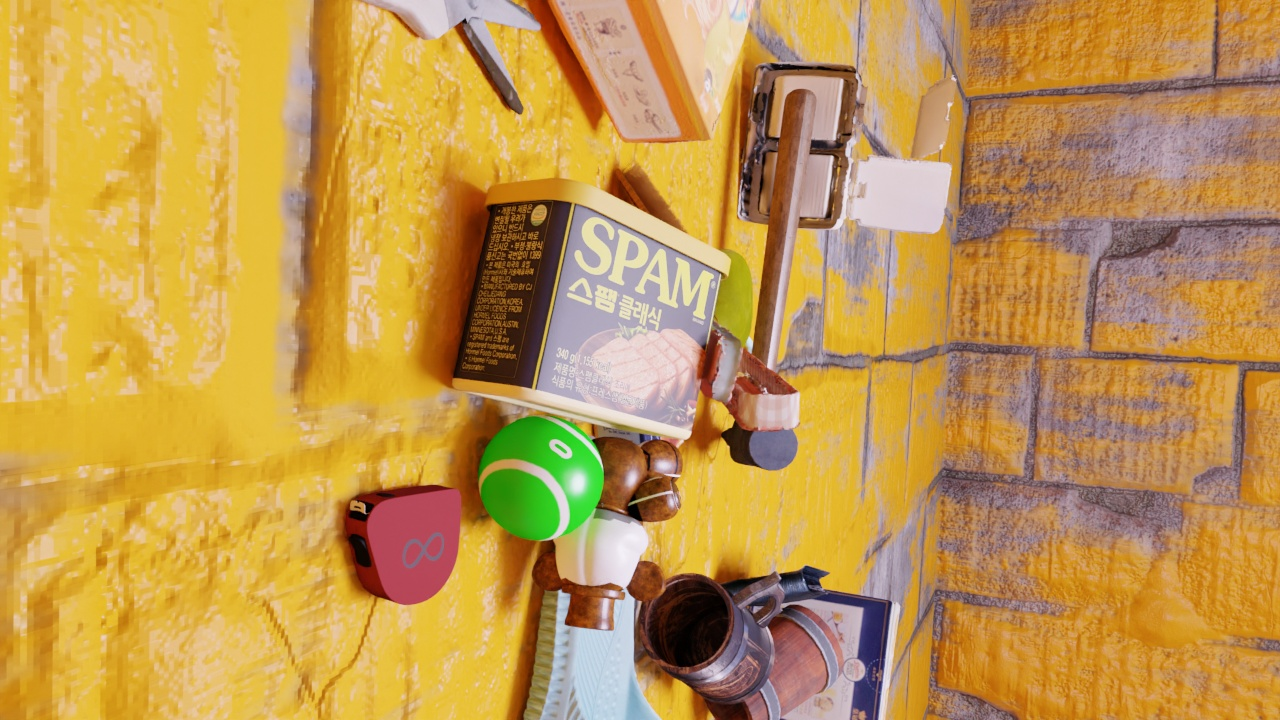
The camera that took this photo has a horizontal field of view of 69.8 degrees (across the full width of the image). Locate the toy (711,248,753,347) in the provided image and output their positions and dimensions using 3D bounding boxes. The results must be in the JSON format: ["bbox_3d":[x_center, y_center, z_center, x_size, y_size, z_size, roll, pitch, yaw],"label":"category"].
[{"bbox_3d":[0.059,-0.034,0.719,0.109,0.051,0.090,-57,150,-53],"label":"toy"}]

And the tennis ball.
[{"bbox_3d":[-0.052,0.061,0.480,0.065,0.065,0.065,4,90,-65],"label":"tennis ball"}]

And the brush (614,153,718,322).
[{"bbox_3d":[0.023,-0.076,0.587,0.126,0.017,0.048,59,5,34],"label":"brush"}]

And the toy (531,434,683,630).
[{"bbox_3d":[-0.021,0.096,0.526,0.067,0.087,0.112,50,45,-69],"label":"toy"}]

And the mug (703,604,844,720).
[{"bbox_3d":[0.114,0.296,0.843,0.110,0.081,0.118,-24,146,-33],"label":"mug"}]

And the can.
[{"bbox_3d":[-0.024,-0.022,0.485,0.135,0.075,0.104,18,80,-46],"label":"can"}]

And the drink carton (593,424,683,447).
[{"bbox_3d":[-0.004,0.004,0.608,0.064,0.040,0.130,-36,125,-60],"label":"drink carton"}]

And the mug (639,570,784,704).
[{"bbox_3d":[0.068,0.208,0.714,0.080,0.116,0.107,62,6,36],"label":"mug"}]

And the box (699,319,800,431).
[{"bbox_3d":[0.057,0.001,0.583,0.187,0.057,0.067,-115,-174,-79],"label":"box"}]

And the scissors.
[{"bbox_3d":[-0.100,-0.180,0.401,0.178,0.015,0.199,-60,146,-46],"label":"scissors"}]

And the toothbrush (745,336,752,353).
[{"bbox_3d":[0.106,-0.007,0.874,0.180,0.016,0.016,49,47,-56],"label":"toothbrush"}]

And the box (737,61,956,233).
[{"bbox_3d":[0.185,-0.185,0.819,0.080,0.180,0.143,-13,112,-65],"label":"box"}]

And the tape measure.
[{"bbox_3d":[-0.109,0.084,0.417,0.058,0.019,0.051,1,95,-58],"label":"tape measure"}]

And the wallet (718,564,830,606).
[{"bbox_3d":[0.126,0.216,0.864,0.115,0.089,0.026,32,47,-61],"label":"wallet"}]

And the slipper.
[{"bbox_3d":[-0.027,0.226,0.560,0.116,0.070,0.276,23,72,-61],"label":"slipper"}]

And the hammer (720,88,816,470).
[{"bbox_3d":[0.114,-0.071,0.777,0.129,0.040,0.321,171,-72,-82],"label":"hammer"}]

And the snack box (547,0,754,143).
[{"bbox_3d":[-0.004,-0.244,0.520,0.195,0.081,0.144,56,44,-53],"label":"snack box"}]

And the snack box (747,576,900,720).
[{"bbox_3d":[0.172,0.298,0.907,0.042,0.145,0.144,43,55,-60],"label":"snack box"}]
